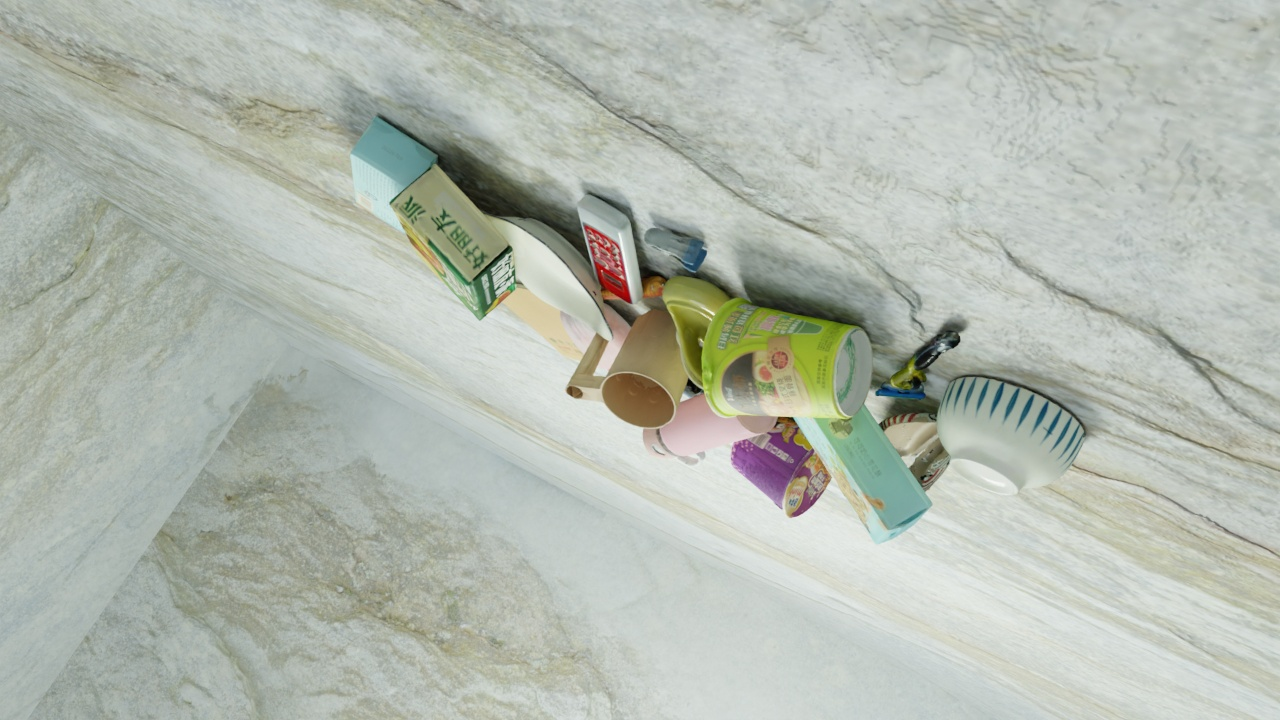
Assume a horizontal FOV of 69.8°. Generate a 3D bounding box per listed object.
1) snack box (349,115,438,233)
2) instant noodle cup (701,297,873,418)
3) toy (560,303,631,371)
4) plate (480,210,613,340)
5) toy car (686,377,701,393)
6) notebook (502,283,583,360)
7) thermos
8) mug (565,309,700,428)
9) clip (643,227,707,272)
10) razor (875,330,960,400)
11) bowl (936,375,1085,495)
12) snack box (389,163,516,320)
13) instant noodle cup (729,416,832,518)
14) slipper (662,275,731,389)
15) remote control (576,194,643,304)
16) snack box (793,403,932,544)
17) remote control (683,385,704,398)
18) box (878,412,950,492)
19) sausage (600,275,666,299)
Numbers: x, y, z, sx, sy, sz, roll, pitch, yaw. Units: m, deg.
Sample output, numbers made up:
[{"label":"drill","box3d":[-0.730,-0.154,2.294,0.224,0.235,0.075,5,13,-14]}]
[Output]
[{"label":"snack box","box3d":[-0.267,-0.195,0.997,0.074,0.051,0.175,31,166,-9]},{"label":"instant noodle cup","box3d":[0.134,0.004,0.811,0.124,0.111,0.111,7,154,37]},{"label":"toy","box3d":[-0.034,-0.012,1.112,0.159,0.054,0.121,54,159,-20]},{"label":"plate","box3d":[-0.094,-0.100,0.976,0.164,0.034,0.164,30,163,38]},{"label":"toy car","box3d":[0.046,0.008,1.102,0.056,0.037,0.122,39,173,-14]},{"label":"notebook","box3d":[-0.118,-0.048,1.274,0.148,0.008,0.207,14,158,44]},{"label":"thermos","box3d":[0.081,0.080,1.078,0.087,0.067,0.199,46,145,-12]},{"label":"mug","box3d":[-0.006,0.006,0.993,0.125,0.103,0.084,7,135,19]},{"label":"clip","box3d":[0.030,-0.101,0.808,0.058,0.026,0.038,27,172,24]},{"label":"razor","box3d":[0.234,0.002,0.761,0.042,0.022,0.143,3,160,0]},{"label":"bowl","box3d":[0.302,0.071,0.771,0.116,0.066,0.116,28,165,8]},{"label":"snack box","box3d":[-0.194,-0.119,0.990,0.114,0.063,0.240,47,171,-1]},{"label":"instant noodle cup","box3d":[0.169,0.117,1.099,0.099,0.111,0.111,31,168,35]},{"label":"slipper","box3d":[0.076,-0.007,0.916,0.092,0.081,0.190,17,157,48]},{"label":"remote control","box3d":[-0.028,-0.102,0.873,0.056,0.020,0.136,35,161,22]},{"label":"snack box","box3d":[0.203,0.086,0.876,0.174,0.051,0.074,59,175,21]},{"label":"remote control","box3d":[0.086,0.035,1.131,0.049,0.024,0.125,35,163,-19]},{"label":"box","box3d":[0.259,0.086,0.908,0.087,0.076,0.163,40,168,15]},{"label":"sausage","box3d":[-0.018,-0.076,0.973,0.021,0.021,0.165,38,163,-27]}]
